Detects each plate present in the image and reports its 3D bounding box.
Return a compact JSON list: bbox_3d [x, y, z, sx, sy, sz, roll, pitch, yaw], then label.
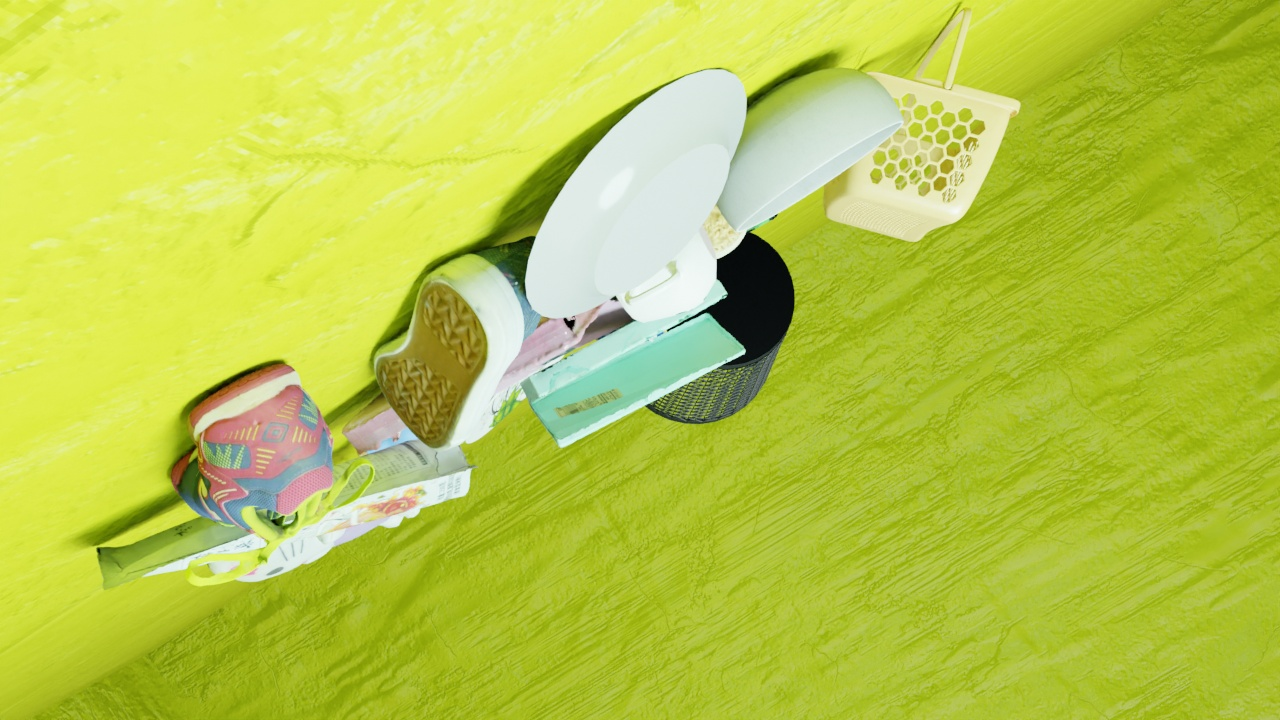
[{"bbox_3d":[0.006,-0.084,0.523,0.172,0.019,0.173,-41,162,-16],"label":"plate"},{"bbox_3d":[-0.122,-0.003,1.012,0.229,0.030,0.229,-48,178,-3],"label":"plate"}]

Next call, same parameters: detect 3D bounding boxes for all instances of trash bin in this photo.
[{"bbox_3d":[0.081,-0.047,1.128,0.216,0.217,0.243,-32,172,-10],"label":"trash bin"}]

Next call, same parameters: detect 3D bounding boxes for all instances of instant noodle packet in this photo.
[{"bbox_3d":[-0.272,0.121,0.719,0.268,0.057,0.147,-17,-174,-31],"label":"instant noodle packet"}]

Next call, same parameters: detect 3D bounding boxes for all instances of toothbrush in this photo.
[{"bbox_3d":[0.092,-0.131,0.978,0.017,0.014,0.187,-7,-162,46],"label":"toothbrush"}]

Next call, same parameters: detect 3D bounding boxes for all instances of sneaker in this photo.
[{"bbox_3d":[-0.113,-0.007,0.609,0.079,0.087,0.236,-38,179,-32],"label":"sneaker"},{"bbox_3d":[-0.245,0.083,0.579,0.116,0.091,0.242,-34,180,-31],"label":"sneaker"}]

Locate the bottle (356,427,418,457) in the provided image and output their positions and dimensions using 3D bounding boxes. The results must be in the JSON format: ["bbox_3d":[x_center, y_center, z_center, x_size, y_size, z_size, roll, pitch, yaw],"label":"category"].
[{"bbox_3d":[-0.244,0.070,0.989,0.131,0.048,0.048,-32,178,-15],"label":"bottle"}]

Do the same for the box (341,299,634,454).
[{"bbox_3d":[-0.120,-0.002,0.774,0.233,0.055,0.179,-27,180,24],"label":"box"}]

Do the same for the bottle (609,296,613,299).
[{"bbox_3d":[-0.059,-0.053,0.899,0.109,0.042,0.043,-33,179,-40],"label":"bottle"}]

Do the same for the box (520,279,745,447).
[{"bbox_3d":[-0.003,0.009,0.786,0.188,0.079,0.077,-28,-178,-17],"label":"box"}]

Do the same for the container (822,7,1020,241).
[{"bbox_3d":[0.232,-0.201,0.790,0.183,0.129,0.167,-17,123,-85],"label":"container"}]

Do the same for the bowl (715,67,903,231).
[{"bbox_3d":[0.104,-0.150,0.624,0.132,0.064,0.132,-32,179,-1],"label":"bowl"}]

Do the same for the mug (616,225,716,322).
[{"bbox_3d":[0.016,-0.072,0.706,0.076,0.090,0.123,-25,-161,15],"label":"mug"}]

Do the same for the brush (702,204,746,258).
[{"bbox_3d":[0.134,-0.174,0.866,0.271,0.062,0.077,-36,-175,-30],"label":"brush"}]

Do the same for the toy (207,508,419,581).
[{"bbox_3d":[-0.341,0.166,0.949,0.208,0.085,0.138,-15,172,-30],"label":"toy"}]

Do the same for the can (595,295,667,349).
[{"bbox_3d":[-0.014,-0.031,0.889,0.059,0.054,0.100,-42,170,0],"label":"can"}]
